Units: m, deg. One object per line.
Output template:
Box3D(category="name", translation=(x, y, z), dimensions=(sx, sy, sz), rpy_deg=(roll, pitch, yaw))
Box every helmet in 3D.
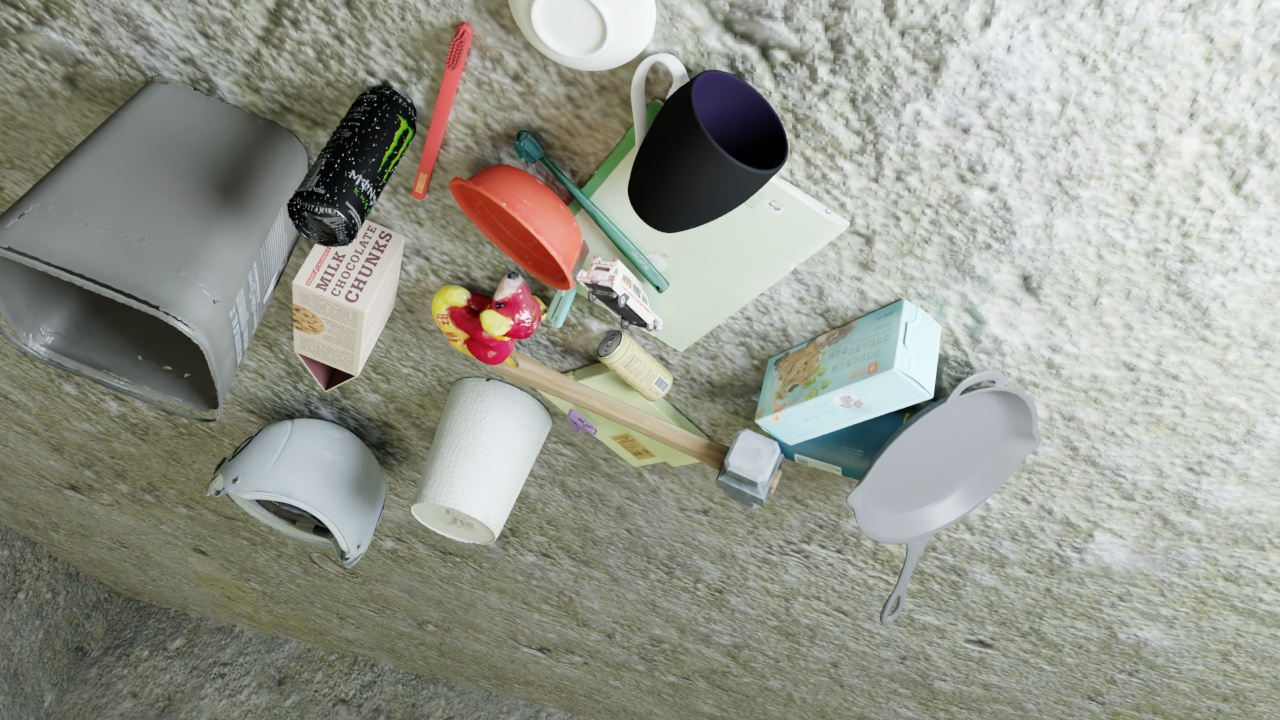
Box3D(category="helmet", translation=(-0.474, 0.174, 1.317), dimensions=(0.236, 0.163, 0.265), rpy_deg=(33, 152, -15))

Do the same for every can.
Box3D(category="can", translation=(-0.219, -0.150, 0.705), dimensions=(0.054, 0.137, 0.054), rpy_deg=(14, 149, 8))
Box3D(category="can", translation=(-0.006, 0.005, 0.932), dimensions=(0.038, 0.038, 0.079), rpy_deg=(-14, 136, 41))

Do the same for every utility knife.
Box3D(category="utility knife", translation=(-0.065, -0.070, 0.843), dimensions=(0.022, 0.015, 0.178), rpy_deg=(54, 156, 7))

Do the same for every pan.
Box3D(category="pan", translation=(0.275, 0.142, 0.890), dimensions=(0.216, 0.024, 0.355), rpy_deg=(-12, 132, -19))

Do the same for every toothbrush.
Box3D(category="toothbrush", translation=(-0.163, -0.187, 0.733), dimensions=(0.012, 0.017, 0.213), rpy_deg=(25, 148, -10))
Box3D(category="toothbrush", translation=(-0.038, -0.118, 0.761), dimensions=(0.016, 0.017, 0.190), rpy_deg=(-13, 134, 42))

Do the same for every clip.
Box3D(category="clip", translation=(-0.073, 0.073, 1.066), dimensions=(0.050, 0.014, 0.046), rpy_deg=(35, 155, -28))

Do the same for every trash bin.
Box3D(category="trash bin", translation=(-0.410, -0.101, 0.800), dimensions=(0.197, 0.219, 0.198), rpy_deg=(23, 148, -7))
Box3D(category="trash bin", translation=(-0.193, 0.123, 1.093), dimensions=(0.133, 0.161, 0.133), rpy_deg=(13, 148, 8))

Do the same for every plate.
Box3D(category="plate", translation=(-0.043, -0.228, 0.602), dimensions=(0.104, 0.026, 0.104), rpy_deg=(14, 148, 9))

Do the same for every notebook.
Box3D(category="notebook", translation=(0.026, -0.099, 0.782), dimensions=(0.182, 0.010, 0.253), rpy_deg=(28, 147, -16))

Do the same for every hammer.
Box3D(category="hammer", translation=(-0.009, 0.059, 0.945), dimensions=(0.323, 0.051, 0.117), rpy_deg=(23, 162, 13))

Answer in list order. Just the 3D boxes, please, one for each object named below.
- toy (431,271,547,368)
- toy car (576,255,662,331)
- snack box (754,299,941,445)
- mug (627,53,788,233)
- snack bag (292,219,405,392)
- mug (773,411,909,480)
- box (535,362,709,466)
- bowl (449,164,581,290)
Box3D(category="toy", translation=(-0.151, -0.035, 0.921), dimensions=(0.138, 0.067, 0.105), rpy_deg=(-10, 123, 41))
Box3D(category="toy car", translation=(-0.014, -0.058, 0.820), dimensions=(0.039, 0.039, 0.113), rpy_deg=(12, 168, 27))
Box3D(category="snack box", translation=(0.181, 0.014, 0.816), dimensions=(0.053, 0.074, 0.175), rpy_deg=(32, 146, -22))
Box3D(category="mug", translation=(0.029, -0.150, 0.638), dimensions=(0.119, 0.084, 0.100), rpy_deg=(54, 136, 2))
Box3D(category="snack bag", translation=(-0.302, -0.049, 0.945), dimensions=(0.070, 0.094, 0.207), rpy_deg=(23, 148, -7))
Box3D(category="mug", translation=(0.199, 0.079, 0.913), dimensions=(0.121, 0.078, 0.078), rpy_deg=(10, 148, 21))
Box3D(category="box", translation=(-0.017, 0.067, 1.052), dimensions=(0.138, 0.024, 0.187), rpy_deg=(-10, 138, 42))
Box3D(category="bowl", translation=(-0.093, -0.117, 0.755), dimensions=(0.130, 0.045, 0.131), rpy_deg=(37, 168, 9))
